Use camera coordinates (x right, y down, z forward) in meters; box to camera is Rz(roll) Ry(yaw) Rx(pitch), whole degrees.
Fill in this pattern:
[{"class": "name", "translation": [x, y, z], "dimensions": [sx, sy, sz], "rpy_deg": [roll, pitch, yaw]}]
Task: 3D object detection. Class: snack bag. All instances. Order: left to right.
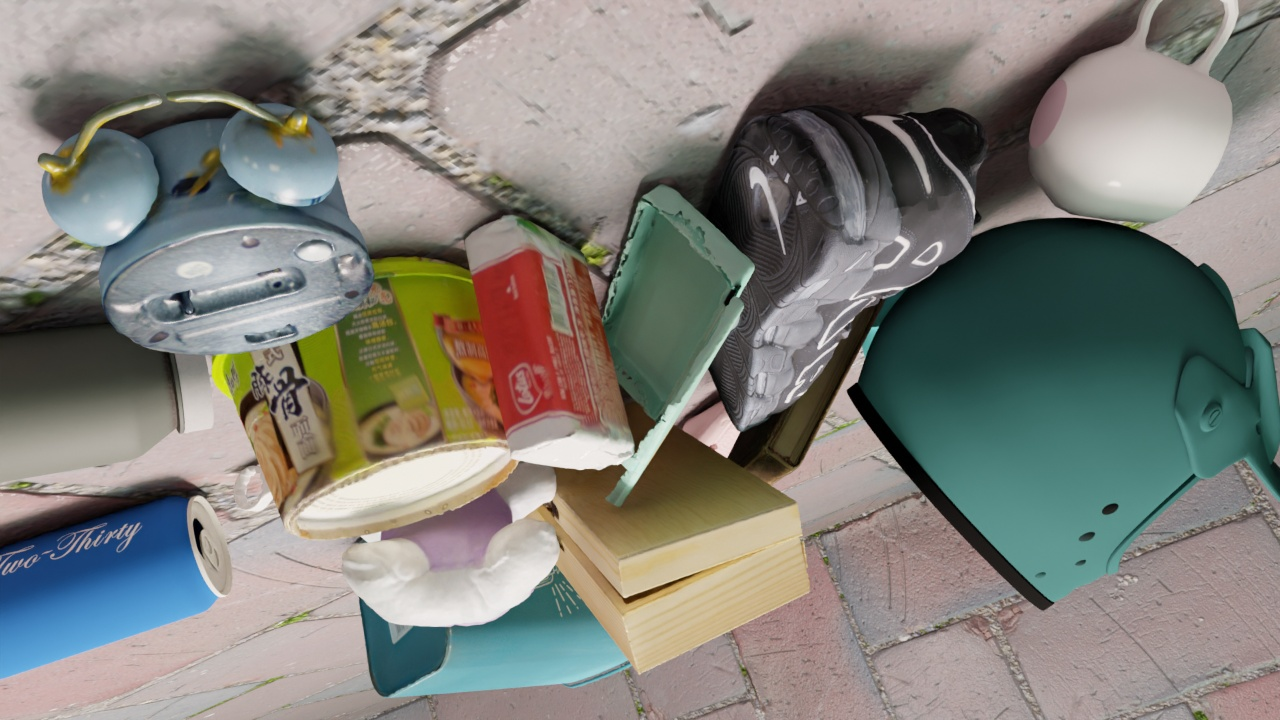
[{"class": "snack bag", "translation": [-0.043, -0.006, 0.444], "dimensions": [0.036, 0.115, 0.077], "rpy_deg": [-21, 162, 20]}]

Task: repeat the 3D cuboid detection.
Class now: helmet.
[{"class": "helmet", "translation": [0.271, 0.029, 0.555], "dimensions": [0.200, 0.176, 0.274], "rpy_deg": [-42, 120, 13]}]

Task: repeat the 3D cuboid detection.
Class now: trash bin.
[{"class": "trash bin", "translation": [-0.133, 0.218, 0.876], "dimensions": [0.218, 0.196, 0.200], "rpy_deg": [5, 148, -42]}]

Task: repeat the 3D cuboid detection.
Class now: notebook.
[{"class": "notebook", "translation": [0.101, 0.052, 0.691], "dimensions": [0.189, 0.034, 0.216], "rpy_deg": [-61, 177, -17]}]

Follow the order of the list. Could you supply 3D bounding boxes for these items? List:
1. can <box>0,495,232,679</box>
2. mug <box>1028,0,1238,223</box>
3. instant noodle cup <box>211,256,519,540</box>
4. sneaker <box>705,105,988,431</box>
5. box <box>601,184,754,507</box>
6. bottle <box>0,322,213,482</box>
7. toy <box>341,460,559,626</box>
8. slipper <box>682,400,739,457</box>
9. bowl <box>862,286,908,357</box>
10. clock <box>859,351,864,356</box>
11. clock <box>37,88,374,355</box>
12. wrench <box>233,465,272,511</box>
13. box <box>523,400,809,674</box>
[{"class": "can", "translation": [-0.347, 0.141, 0.583], "dimensions": [0.146, 0.079, 0.079], "rpy_deg": [-17, 161, -11]}, {"class": "mug", "translation": [0.254, -0.133, 0.473], "dimensions": [0.076, 0.090, 0.124], "rpy_deg": [16, 121, -2]}, {"class": "instant noodle cup", "translation": [-0.129, 0.024, 0.460], "dimensions": [0.146, 0.097, 0.146], "rpy_deg": [-19, 161, -7]}, {"class": "sneaker", "translation": [0.113, -0.055, 0.515], "dimensions": [0.150, 0.097, 0.253], "rpy_deg": [-18, 156, -15]}, {"class": "box", "translation": [-0.001, 0.002, 0.508], "dimensions": [0.078, 0.112, 0.188], "rpy_deg": [26, 156, 2]}, {"class": "bottle", "translation": [-0.239, 0.016, 0.380], "dimensions": [0.108, 0.060, 0.060], "rpy_deg": [-9, 158, -31]}, {"class": "toy", "translation": [-0.122, 0.099, 0.587], "dimensions": [0.137, 0.085, 0.209], "rpy_deg": [-8, -164, -15]}, {"class": "slipper", "translation": [0.080, 0.075, 0.894], "dimensions": [0.106, 0.055, 0.222], "rpy_deg": [-2, 145, -40]}, {"class": "bowl", "translation": [0.197, -0.037, 0.673], "dimensions": [0.046, 0.120, 0.121], "rpy_deg": [31, 135, -23]}, {"class": "clock", "translation": [0.263, -0.038, 0.745], "dimensions": [0.160, 0.061, 0.119], "rpy_deg": [-43, 153, 26]}, {"class": "clock", "translation": [-0.144, -0.048, 0.317], "dimensions": [0.088, 0.051, 0.125], "rpy_deg": [-15, 160, -12]}, {"class": "wrench", "translation": [-0.149, 0.035, 0.557], "dimensions": [0.274, 0.047, 0.009], "rpy_deg": [-25, 157, 21]}, {"class": "box", "translation": [-0.003, 0.102, 0.648], "dimensions": [0.128, 0.092, 0.249], "rpy_deg": [-23, -159, -17]}]
